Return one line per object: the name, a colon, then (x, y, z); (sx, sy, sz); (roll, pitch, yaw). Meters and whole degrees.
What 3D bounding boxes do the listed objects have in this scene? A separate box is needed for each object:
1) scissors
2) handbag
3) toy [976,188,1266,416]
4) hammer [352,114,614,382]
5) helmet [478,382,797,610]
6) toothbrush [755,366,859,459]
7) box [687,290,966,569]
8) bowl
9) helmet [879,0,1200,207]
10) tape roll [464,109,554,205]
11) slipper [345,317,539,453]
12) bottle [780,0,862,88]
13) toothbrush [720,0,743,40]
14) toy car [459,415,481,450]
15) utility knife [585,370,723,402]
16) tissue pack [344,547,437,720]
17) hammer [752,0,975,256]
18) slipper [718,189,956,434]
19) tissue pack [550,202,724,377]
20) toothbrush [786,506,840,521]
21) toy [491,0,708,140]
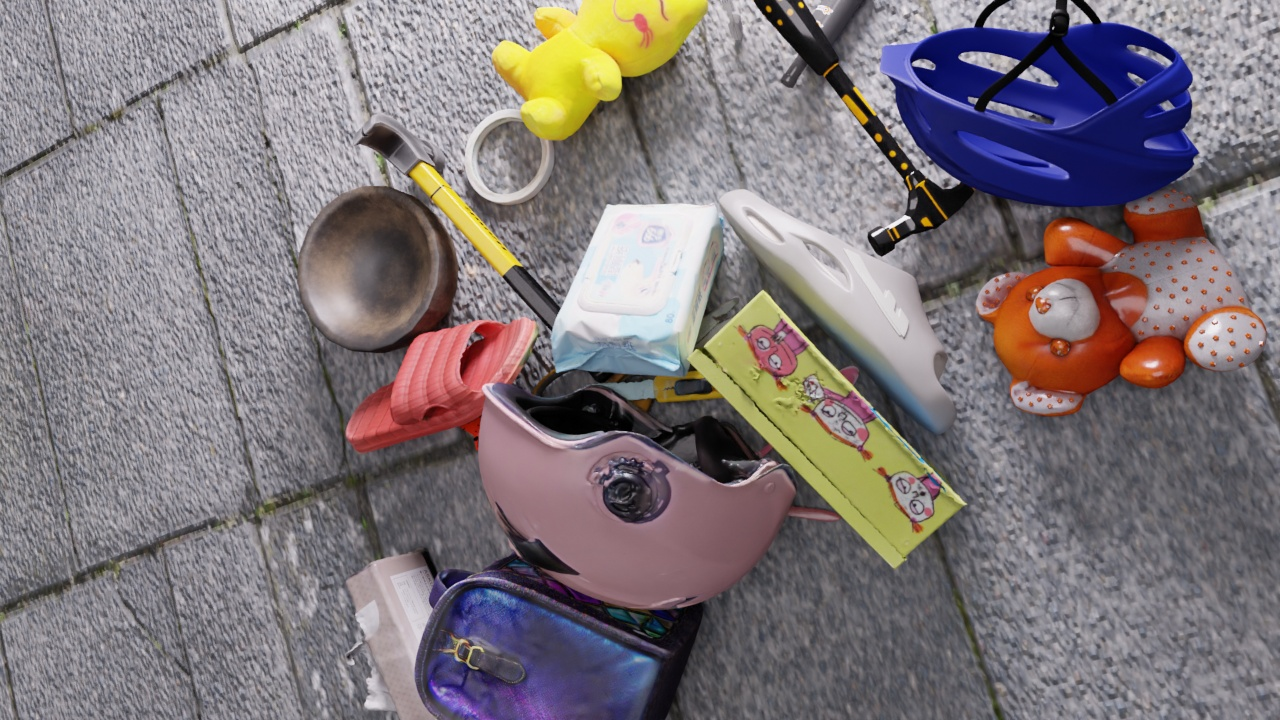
scissors: (-0.004, 0.004, 0.849); (0.228, 0.016, 0.134); (-44, 75, 11)
handbag: (-0.074, 0.229, 0.766); (0.222, 0.204, 0.125); (21, 94, 12)
toy: (0.351, -0.039, 0.690); (0.173, 0.093, 0.163); (-22, 58, 20)
hammer: (-0.138, -0.103, 0.838); (0.034, 0.169, 0.324); (-43, 84, 7)
helmet: (-0.016, 0.104, 0.722); (0.255, 0.230, 0.152); (18, 96, -19)
toothbrush: (0.138, 0.053, 0.798); (0.135, 0.016, 0.021); (-44, 83, 12)
box: (0.147, 0.051, 0.728); (0.082, 0.124, 0.221); (-43, 85, 10)
bowl: (-0.251, -0.086, 0.908); (0.162, 0.070, 0.162); (-1, 87, 19)
helmet: (0.298, -0.219, 0.652); (0.241, 0.228, 0.147); (12, 47, 8)
tape roll: (-0.129, -0.200, 0.903); (0.093, 0.013, 0.093); (-1, 88, 18)
slipper: (-0.199, 0.018, 0.851); (0.249, 0.059, 0.103); (-24, 37, 30)
bottle: (0.159, -0.289, 0.801); (0.030, 0.030, 0.113); (37, 99, 17)
toothbrush: (0.069, -0.307, 0.753); (0.010, 0.181, 0.010); (13, 88, 14)
toy car: (-0.136, 0.069, 0.871); (0.100, 0.051, 0.049); (23, 92, 18)
utility knife: (0.048, 0.025, 0.821); (0.219, 0.019, 0.030); (-5, 85, 15)
tissue pack: (-0.215, 0.275, 0.861); (0.071, 0.103, 0.181); (-27, 80, 17)
hammer: (0.162, -0.246, 0.770); (0.123, 0.036, 0.320); (-36, 87, 2)
slipper: (0.176, -0.061, 0.753); (0.080, 0.113, 0.266); (-42, 70, 0)
tissue pack: (0.001, -0.061, 0.785); (0.112, 0.070, 0.181); (6, 51, 18)
toothbrush: (0.084, 0.127, 0.814); (0.185, 0.015, 0.015); (5, 82, 17)
toy: (-0.032, -0.283, 0.838); (0.194, 0.087, 0.134); (-40, 58, 9)
